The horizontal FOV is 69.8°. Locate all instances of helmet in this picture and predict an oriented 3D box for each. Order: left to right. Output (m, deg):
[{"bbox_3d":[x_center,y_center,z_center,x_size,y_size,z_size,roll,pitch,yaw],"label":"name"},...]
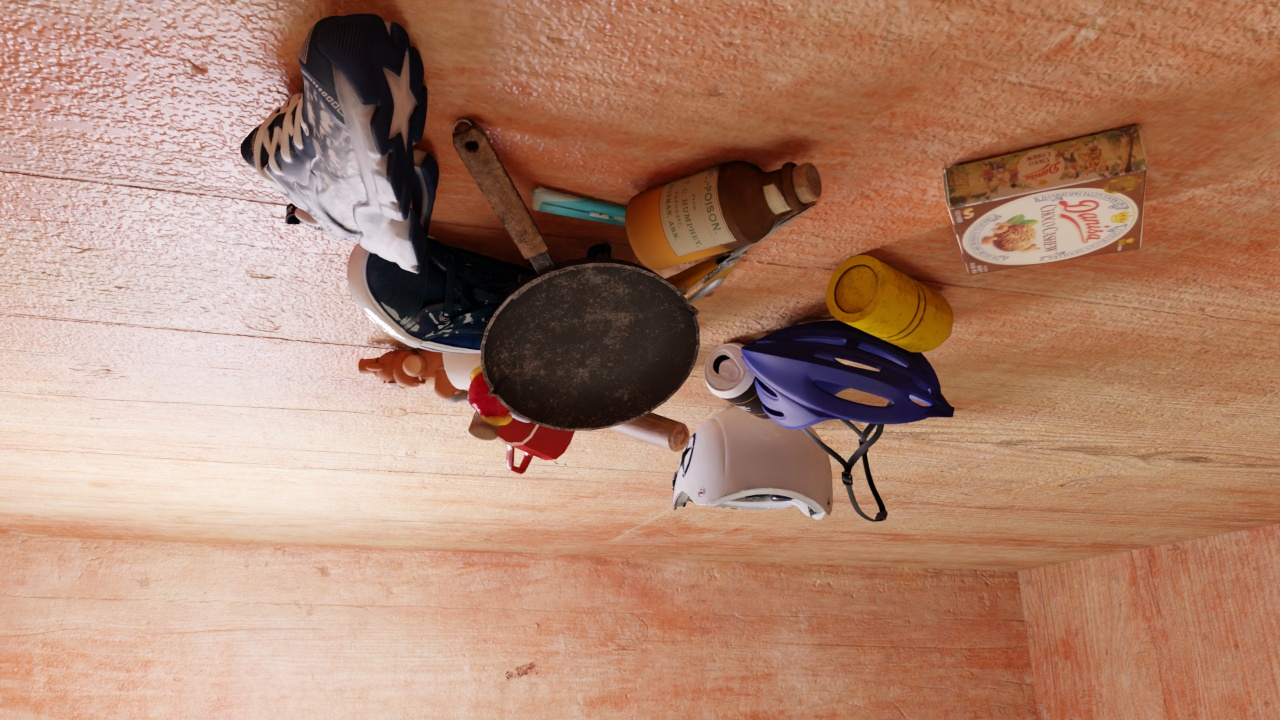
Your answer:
[{"bbox_3d":[0.168,0.151,1.376,0.236,0.163,0.264,5,167,-1],"label":"helmet"},{"bbox_3d":[0.229,0.067,1.049,0.242,0.228,0.147,7,-165,20],"label":"helmet"}]

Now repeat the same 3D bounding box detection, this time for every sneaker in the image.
[{"bbox_3d":[-0.220,-0.148,0.647,0.132,0.103,0.270,9,163,-6],"label":"sneaker"},{"bbox_3d":[-0.123,-0.062,0.867,0.294,0.120,0.127,13,169,-40],"label":"sneaker"}]

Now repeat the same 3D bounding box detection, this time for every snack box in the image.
[{"bbox_3d":[0.341,-0.128,0.772,0.147,0.041,0.143,-9,158,23],"label":"snack box"}]

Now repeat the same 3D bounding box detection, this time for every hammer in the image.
[{"bbox_3d":[-0.187,0.063,1.119,0.119,0.030,0.331,14,180,-9],"label":"hammer"},{"bbox_3d":[-0.070,0.053,1.111,0.301,0.037,0.157,16,172,36],"label":"hammer"}]

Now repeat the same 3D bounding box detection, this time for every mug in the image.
[{"bbox_3d":[-0.159,-0.010,1.039,0.106,0.082,0.082,-5,160,14],"label":"mug"},{"bbox_3d":[-0.159,0.105,1.312,0.080,0.116,0.096,22,173,29],"label":"mug"}]

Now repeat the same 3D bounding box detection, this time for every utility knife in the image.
[{"bbox_3d":[-0.021,-0.130,0.807,0.158,0.015,0.022,7,135,-23],"label":"utility knife"}]

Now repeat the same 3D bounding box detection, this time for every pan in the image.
[{"bbox_3d":[-0.073,-0.067,0.801,0.208,0.040,0.357,-21,131,7],"label":"pan"}]

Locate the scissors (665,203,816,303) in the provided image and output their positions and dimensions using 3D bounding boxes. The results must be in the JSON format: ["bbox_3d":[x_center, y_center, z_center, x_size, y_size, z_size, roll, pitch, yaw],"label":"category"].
[{"bbox_3d":[0.079,-0.092,0.876,0.226,0.016,0.165,-29,172,29],"label":"scissors"}]

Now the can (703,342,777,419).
[{"bbox_3d":[0.138,0.027,1.159,0.072,0.071,0.128,-13,157,31],"label":"can"}]

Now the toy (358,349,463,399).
[{"bbox_3d":[-0.285,0.015,1.136,0.128,0.065,0.095,-1,179,7],"label":"toy"}]

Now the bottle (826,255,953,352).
[{"bbox_3d":[0.268,-0.051,0.947,0.163,0.071,0.071,18,154,-40],"label":"bottle"}]

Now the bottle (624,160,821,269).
[{"bbox_3d":[0.069,-0.123,0.744,0.157,0.067,0.067,-13,157,31],"label":"bottle"}]

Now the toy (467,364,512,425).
[{"bbox_3d":[-0.120,0.030,0.961,0.137,0.067,0.105,-7,164,20],"label":"toy"}]
